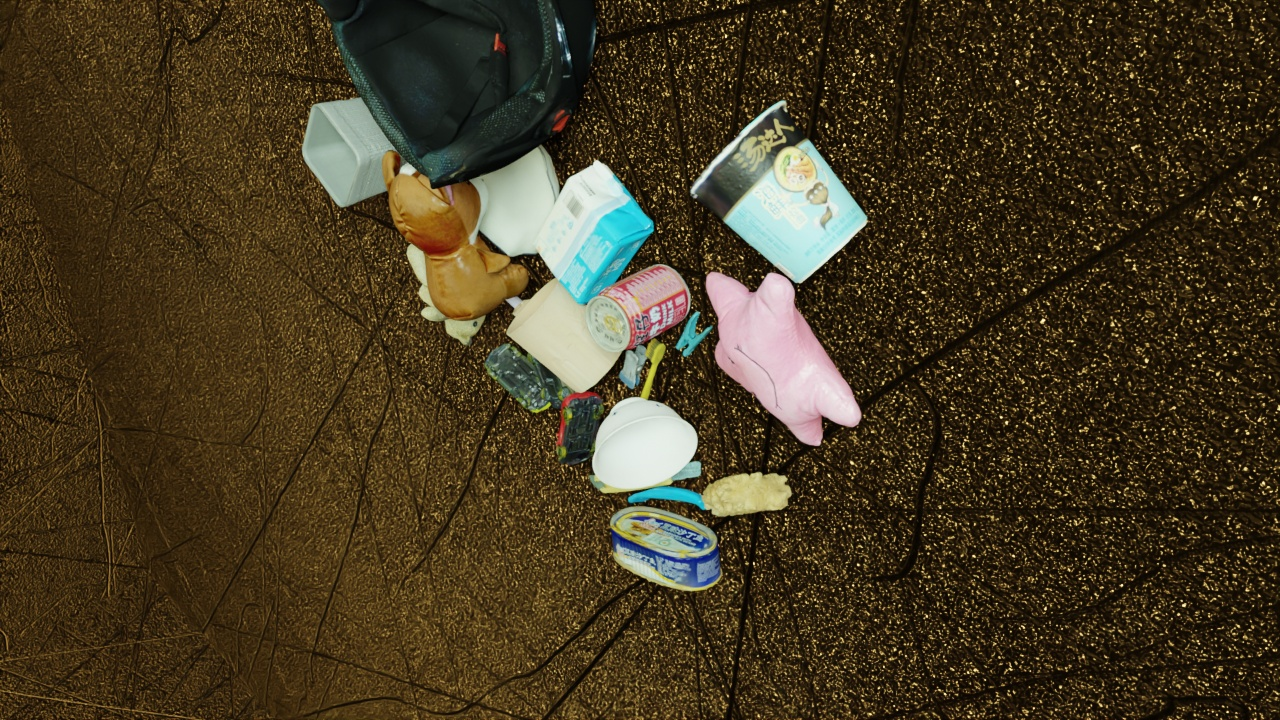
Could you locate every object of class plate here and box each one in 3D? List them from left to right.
[{"bbox_3d":[-0.179,-0.235,1.046,0.266,0.034,0.162,43,136,19],"label":"plate"}]

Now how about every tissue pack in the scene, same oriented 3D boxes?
[{"bbox_3d":[-0.048,-0.129,0.952,0.090,0.063,0.140,52,138,12],"label":"tissue pack"}]

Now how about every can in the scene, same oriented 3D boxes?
[{"bbox_3d":[-0.003,-0.052,0.928,0.066,0.093,0.067,24,128,35],"label":"can"},{"bbox_3d":[0.028,0.217,1.072,0.148,0.074,0.049,13,118,41],"label":"can"}]

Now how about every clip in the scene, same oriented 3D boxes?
[{"bbox_3d":[-0.008,0.007,1.027,0.025,0.033,0.057,45,140,21],"label":"clip"},{"bbox_3d":[0.054,-0.026,0.949,0.040,0.014,0.056,49,137,14],"label":"clip"}]

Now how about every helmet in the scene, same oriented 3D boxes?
[{"bbox_3d":[-0.152,-0.298,0.836,0.276,0.229,0.233,-24,103,40],"label":"helmet"}]

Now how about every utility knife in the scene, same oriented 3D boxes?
[{"bbox_3d":[0.005,0.138,1.097,0.208,0.021,0.031,-19,105,44],"label":"utility knife"}]

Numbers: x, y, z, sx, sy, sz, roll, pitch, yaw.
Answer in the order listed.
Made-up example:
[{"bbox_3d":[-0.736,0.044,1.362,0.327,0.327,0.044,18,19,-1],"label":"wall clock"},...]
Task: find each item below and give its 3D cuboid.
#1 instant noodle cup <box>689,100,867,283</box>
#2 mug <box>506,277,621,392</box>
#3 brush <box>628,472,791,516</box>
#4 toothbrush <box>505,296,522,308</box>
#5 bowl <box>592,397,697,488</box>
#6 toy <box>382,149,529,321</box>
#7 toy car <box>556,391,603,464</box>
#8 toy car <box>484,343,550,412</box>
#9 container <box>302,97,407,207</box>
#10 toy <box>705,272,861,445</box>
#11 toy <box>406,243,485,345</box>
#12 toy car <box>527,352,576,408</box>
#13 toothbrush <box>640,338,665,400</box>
[{"bbox_3d":[0.120,-0.132,0.758,0.120,0.111,0.111,46,138,2],"label":"instant noodle cup"},{"bbox_3d":[-0.088,-0.027,1.027,0.103,0.084,0.125,43,168,-16],"label":"mug"},{"bbox_3d":[0.063,0.148,1.009,0.255,0.083,0.046,-13,80,56],"label":"brush"},{"bbox_3d":[-0.167,-0.079,1.136,0.189,0.029,0.021,40,98,21],"label":"toothbrush"},{"bbox_3d":[-0.002,0.080,1.014,0.064,0.118,0.119,-110,28,-42],"label":"bowl"},{"bbox_3d":[-0.205,-0.144,1.012,0.140,0.130,0.200,7,140,41],"label":"toy"},{"bbox_3d":[-0.077,0.083,1.116,0.031,0.049,0.106,-125,36,-45],"label":"toy car"},{"bbox_3d":[-0.152,0.023,1.164,0.105,0.048,0.032,41,169,20],"label":"toy car"},{"bbox_3d":[-0.309,-0.247,1.054,0.090,0.114,0.090,52,138,10],"label":"container"},{"bbox_3d":[0.123,0.002,0.848,0.194,0.074,0.179,58,161,-15],"label":"toy"},{"bbox_3d":[-0.249,-0.094,1.165,0.066,0.105,0.157,-19,122,8],"label":"toy"},{"bbox_3d":[-0.105,0.015,1.114,0.042,0.035,0.090,0,118,44],"label":"toy car"},{"bbox_3d":[-0.002,0.050,1.047,0.016,0.015,0.191,42,137,27],"label":"toothbrush"}]
